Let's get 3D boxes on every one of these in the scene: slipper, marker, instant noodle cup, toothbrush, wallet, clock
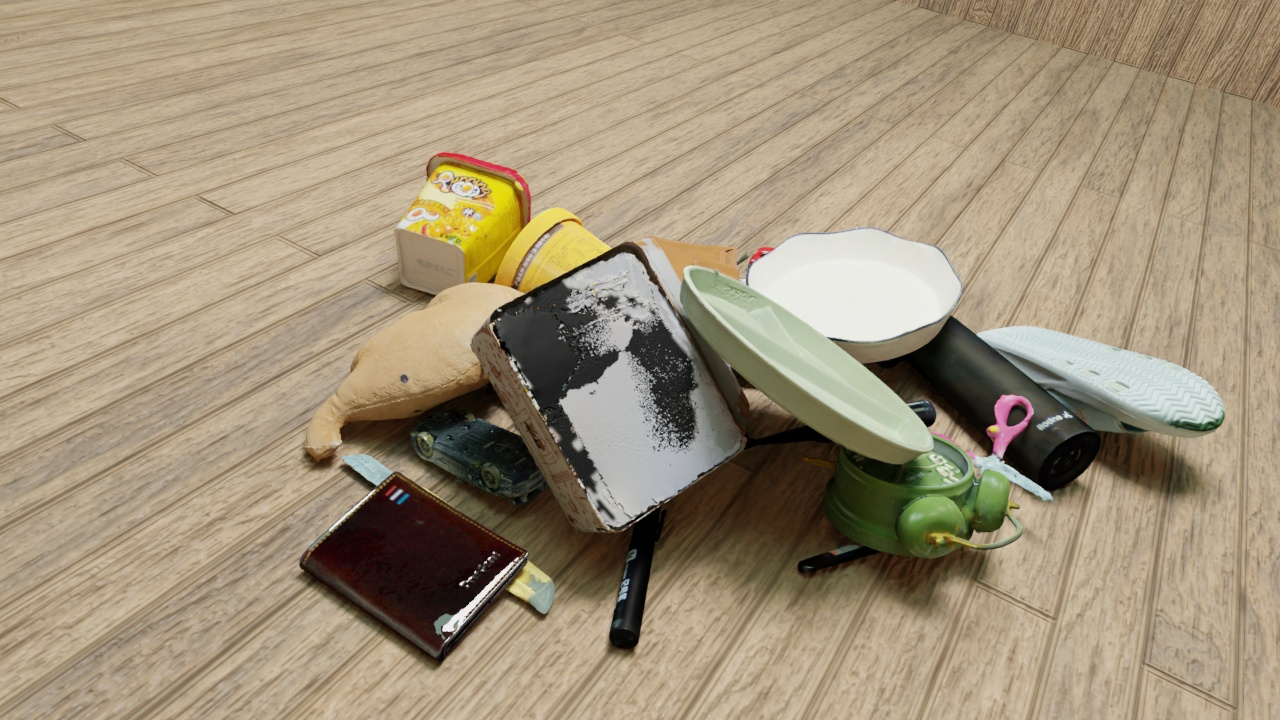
[{"bbox_3d":[0.429,0.027,0.895,0.103,0.074,0.245,-13,25,-28],"label":"slipper"},{"bbox_3d":[-0.001,0.147,0.649,0.022,0.020,0.131,25,33,-6],"label":"marker"},{"bbox_3d":[-0.182,-0.130,0.926,0.116,0.116,0.123,18,47,10],"label":"instant noodle cup"},{"bbox_3d":[0.170,0.060,0.814,0.212,0.026,0.027,-6,51,-22],"label":"toothbrush"},{"bbox_3d":[-0.151,0.135,0.617,0.122,0.020,0.096,27,48,19],"label":"wallet"},{"bbox_3d":[0.214,0.104,0.706,0.116,0.056,0.161,-15,28,-33],"label":"clock"},{"bbox_3d":[-0.057,-0.065,0.859,0.114,0.119,0.118,32,39,17],"label":"instant noodle cup"},{"bbox_3d":[0.054,-0.085,0.950,0.119,0.035,0.130,3,34,2],"label":"wallet"},{"bbox_3d":[0.173,0.145,0.703,0.123,0.015,0.018,-10,9,-24],"label":"marker"}]

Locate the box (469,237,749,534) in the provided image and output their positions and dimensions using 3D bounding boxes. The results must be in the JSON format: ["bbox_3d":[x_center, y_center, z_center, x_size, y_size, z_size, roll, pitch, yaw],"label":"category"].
[{"bbox_3d":[0.005,0.001,0.707,0.270,0.133,0.179,-33,94,-51],"label":"box"}]

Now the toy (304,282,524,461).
[{"bbox_3d":[-0.176,0.002,0.751,0.144,0.082,0.225,-12,20,37],"label":"toy"}]

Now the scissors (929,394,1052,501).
[{"bbox_3d":[0.292,0.085,0.784,0.132,0.017,0.133,-2,53,39],"label":"scissors"}]

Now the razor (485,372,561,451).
[{"bbox_3d":[-0.089,0.052,0.757,0.043,0.028,0.132,-5,39,-27],"label":"razor"}]

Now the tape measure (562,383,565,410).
[{"bbox_3d":[-0.053,0.025,0.803,0.058,0.025,0.054,-20,45,-38],"label":"tape measure"}]

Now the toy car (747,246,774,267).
[{"bbox_3d":[0.176,-0.100,1.042,0.106,0.031,0.049,24,38,16],"label":"toy car"}]

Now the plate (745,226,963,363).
[{"bbox_3d":[0.209,-0.065,0.909,0.205,0.046,0.204,-5,36,4],"label":"plate"}]

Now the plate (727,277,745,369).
[{"bbox_3d":[0.102,-0.033,0.932,0.179,0.024,0.179,6,34,-4],"label":"plate"}]

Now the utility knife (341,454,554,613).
[{"bbox_3d":[-0.140,0.119,0.660,0.208,0.021,0.030,25,32,27],"label":"utility knife"}]

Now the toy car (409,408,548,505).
[{"bbox_3d":[-0.124,0.073,0.708,0.121,0.037,0.054,22,35,30],"label":"toy car"}]

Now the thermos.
[{"bbox_3d":[0.313,0.026,0.877,0.090,0.068,0.242,-31,43,-5],"label":"thermos"}]

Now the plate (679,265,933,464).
[{"bbox_3d":[0.122,0.003,0.703,0.230,0.027,0.230,31,17,-11],"label":"plate"}]
